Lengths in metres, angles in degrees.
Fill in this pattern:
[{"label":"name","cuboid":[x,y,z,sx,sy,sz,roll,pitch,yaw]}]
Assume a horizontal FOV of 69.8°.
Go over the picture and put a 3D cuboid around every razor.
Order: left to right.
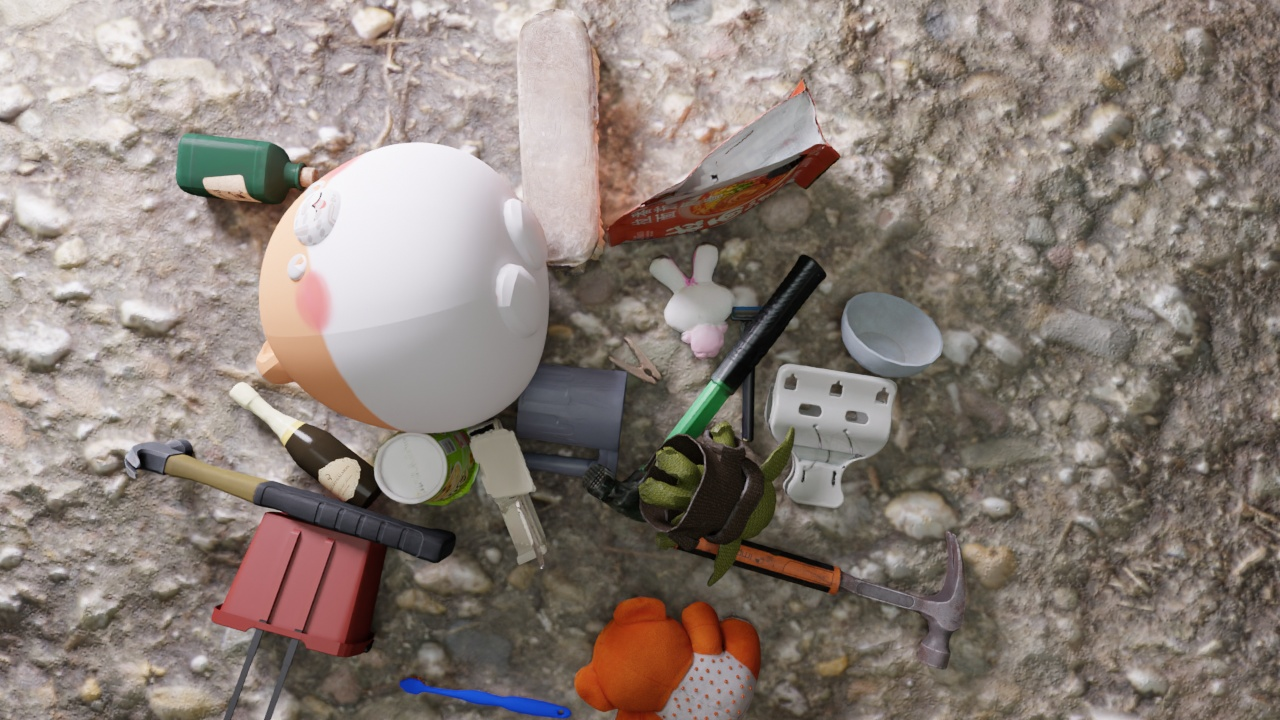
[{"label":"razor","cuboid":[0.115,0.015,0.973,0.043,0.022,0.144,2,94,8]}]

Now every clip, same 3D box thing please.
[{"label":"clip","cuboid":[-0.008,0.008,0.969,0.041,0.024,0.061,-40,93,-1]},{"label":"clip","cuboid":[0.191,0.078,0.964,0.126,0.095,0.152,9,109,1]}]

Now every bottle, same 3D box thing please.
[{"label":"bottle","cuboid":[-0.401,-0.196,0.950,0.131,0.061,0.061,6,91,-1]},{"label":"bottle","cuboid":[-0.349,0.085,0.953,0.184,0.045,0.045,38,89,0]}]

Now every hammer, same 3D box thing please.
[{"label":"hammer","cuboid":[-0.345,0.137,0.898,0.333,0.118,0.025,16,91,6]},{"label":"hammer","cuboid":[0.081,0.029,0.927,0.130,0.032,0.318,37,90,-39]},{"label":"hammer","cuboid":[0.187,0.213,0.963,0.314,0.035,0.137,16,89,0]}]

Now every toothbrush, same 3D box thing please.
[{"label":"toothbrush","cuboid":[-0.163,0.356,0.968,0.182,0.018,0.016,11,89,-3]}]

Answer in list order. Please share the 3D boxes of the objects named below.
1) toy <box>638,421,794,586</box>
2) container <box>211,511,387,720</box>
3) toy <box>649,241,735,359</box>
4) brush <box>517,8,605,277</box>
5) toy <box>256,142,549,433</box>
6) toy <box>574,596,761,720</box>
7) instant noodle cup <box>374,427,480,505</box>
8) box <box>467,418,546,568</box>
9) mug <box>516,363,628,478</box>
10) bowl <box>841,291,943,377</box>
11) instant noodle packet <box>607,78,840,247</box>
[{"label":"toy","cuboid":[0.068,0.129,0.895,0.152,0.078,0.179,22,98,-39]},{"label":"container","cuboid":[-0.341,0.262,0.910,0.148,0.127,0.200,15,79,-1]},{"label":"toy","cuboid":[0.059,-0.062,0.963,0.079,0.038,0.122,-14,79,4]},{"label":"brush","cuboid":[-0.082,-0.225,0.956,0.083,0.056,0.271,-3,88,3]},{"label":"toy","cuboid":[-0.223,-0.064,0.851,0.281,0.266,0.262,-8,60,16]},{"label":"toy","cuboid":[0.027,0.319,0.938,0.172,0.093,0.164,30,91,-12]},{"label":"instant noodle cup","cuboid":[-0.219,0.103,0.924,0.099,0.108,0.099,0,88,0]},{"label":"box","cuboid":[-0.122,0.127,0.888,0.050,0.184,0.143,-22,93,-8]},{"label":"mug","cuboid":[-0.071,0.065,0.947,0.104,0.083,0.124,7,116,0]},{"label":"bowl","cuboid":[0.253,-0.021,0.947,0.106,0.039,0.106,9,45,-9]},{"label":"instant noodle packet","cuboid":[0.065,-0.173,0.903,0.221,0.164,0.084,-26,91,-2]}]
